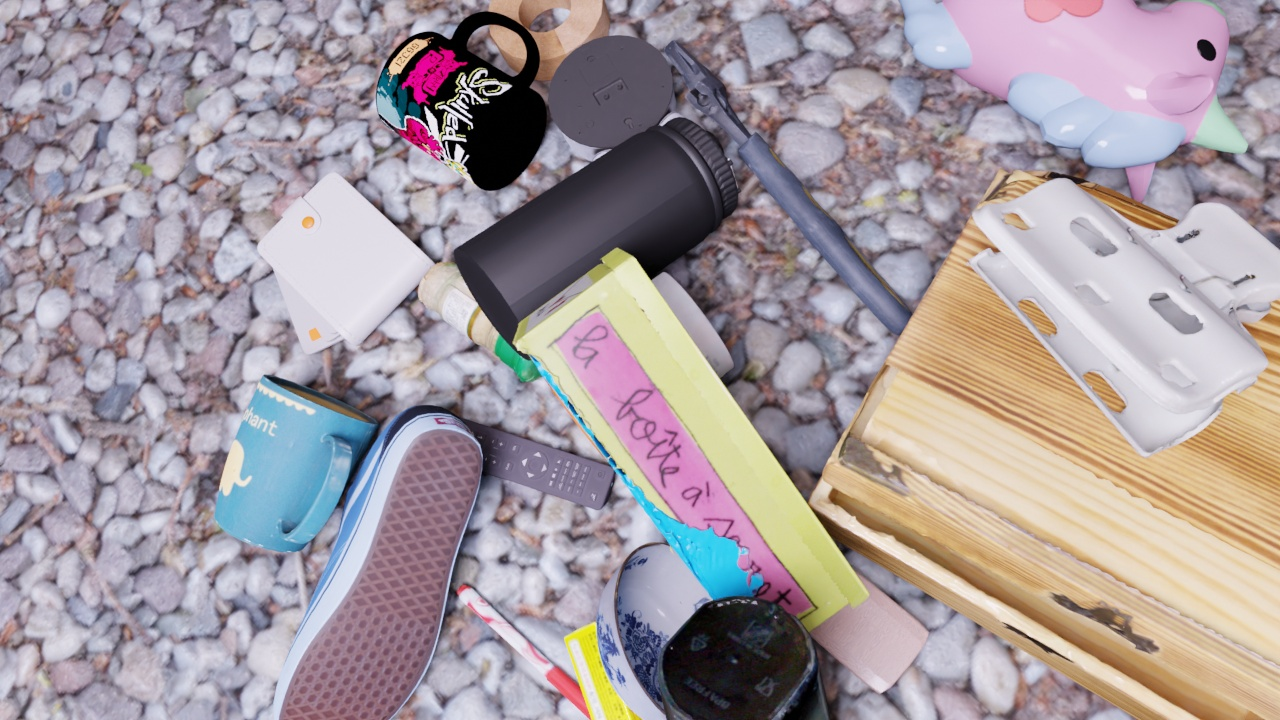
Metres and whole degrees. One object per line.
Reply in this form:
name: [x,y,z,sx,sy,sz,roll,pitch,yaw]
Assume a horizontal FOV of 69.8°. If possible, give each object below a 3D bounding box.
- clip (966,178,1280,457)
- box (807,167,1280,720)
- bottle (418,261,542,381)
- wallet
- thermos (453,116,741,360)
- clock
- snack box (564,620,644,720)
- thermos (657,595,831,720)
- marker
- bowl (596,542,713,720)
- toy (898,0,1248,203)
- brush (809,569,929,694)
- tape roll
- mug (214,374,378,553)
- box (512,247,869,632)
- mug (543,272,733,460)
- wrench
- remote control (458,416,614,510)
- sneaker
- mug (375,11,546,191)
clip: [0.229,-0.023,0.434,0.151,0.102,0.126,-8,55,-36]
box: [0.272,0.042,0.492,0.279,0.192,0.251,29,79,19]
bottle: [-0.110,-0.029,0.660,0.111,0.043,0.043,34,82,19]
wallet: [-0.236,-0.069,0.699,0.118,0.037,0.115,42,85,15]
thermos: [-0.018,-0.091,0.615,0.198,0.086,0.086,-36,70,-16]
clock: [-0.015,-0.186,0.692,0.094,0.035,0.122,-29,71,1]
snack box: [-0.001,0.231,0.559,0.029,0.040,0.148,-32,69,26]
thermos: [0.062,0.215,0.467,0.098,0.221,0.098,-9,37,7]
marker: [-0.069,0.195,0.601,0.142,0.013,0.012,37,83,18]
bowl: [0.011,0.172,0.554,0.045,0.114,0.114,-35,67,31]
toy: [0.275,-0.202,0.607,0.222,0.120,0.170,9,66,12]
brush: [0.113,0.147,0.581,0.136,0.015,0.050,39,83,24]
tape roll: [-0.073,-0.272,0.732,0.094,0.027,0.094,-3,73,10]
mug: [-0.233,0.077,0.623,0.112,0.084,0.104,21,85,49]
box: [0.025,0.049,0.514,0.079,0.124,0.221,-38,98,1]
mug: [-0.004,0.004,0.609,0.105,0.082,0.082,-37,71,-3]
wrench: [0.098,-0.125,0.644,0.022,0.073,0.273,-43,75,22]
remote control: [-0.084,0.070,0.639,0.136,0.015,0.032,16,77,15]
sneaker: [-0.176,0.142,0.620,0.083,0.098,0.241,23,92,-27]
mug: [-0.124,-0.202,0.687,0.098,0.081,0.118,35,98,18]
